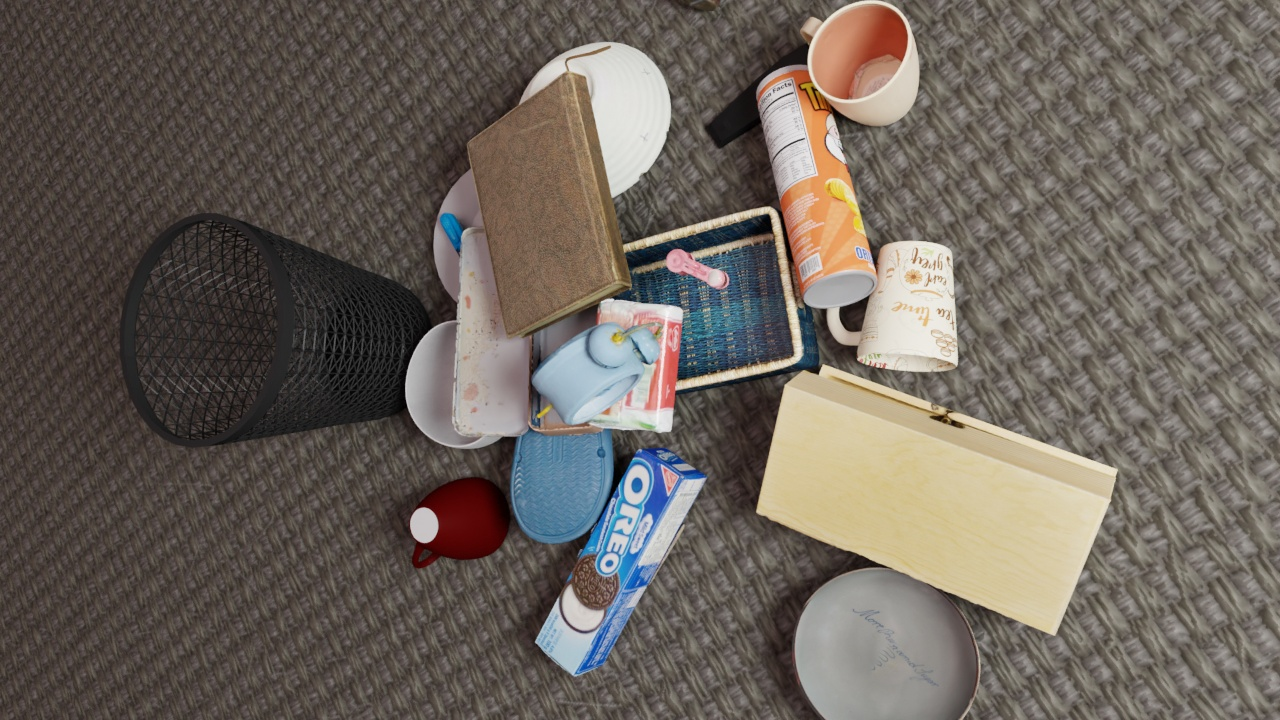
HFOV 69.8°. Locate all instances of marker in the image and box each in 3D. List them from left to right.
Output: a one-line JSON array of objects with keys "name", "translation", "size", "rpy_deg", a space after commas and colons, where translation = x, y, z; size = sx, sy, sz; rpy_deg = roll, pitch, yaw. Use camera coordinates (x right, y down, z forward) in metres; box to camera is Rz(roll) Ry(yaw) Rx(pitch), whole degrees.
[{"name": "marker", "translation": [-0.183, -0.109, 0.982], "size": [0.018, 0.015, 0.123], "rpy_deg": [-37, 74, 18]}]

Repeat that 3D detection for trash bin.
[{"name": "trash bin", "translation": [-0.357, -0.021, 0.956], "size": [0.217, 0.243, 0.217], "rpy_deg": [-2, 86, 26]}]

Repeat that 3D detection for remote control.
[{"name": "remote control", "translation": [0.117, -0.250, 0.871], "size": [0.125, 0.010, 0.039], "rpy_deg": [-35, 73, 20]}]

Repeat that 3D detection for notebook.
[{"name": "notebook", "translation": [-0.074, -0.149, 0.837], "size": [0.191, 0.034, 0.215], "rpy_deg": [-24, 73, 36]}]

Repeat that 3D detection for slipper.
[{"name": "slipper", "translation": [-0.071, 0.076, 0.917], "size": [0.104, 0.059, 0.213], "rpy_deg": [-3, 71, 17]}]

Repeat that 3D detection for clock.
[{"name": "clock", "translation": [-0.032, 0.004, 0.762], "size": [0.125, 0.088, 0.051], "rpy_deg": [-40, 75, 22]}]

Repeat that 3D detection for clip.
[{"name": "clip", "translation": [0.052, -0.078, 0.809], "size": [0.059, 0.038, 0.022], "rpy_deg": [30, 96, 26]}]

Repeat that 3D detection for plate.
[{"name": "plate", "translation": [-0.147, -0.132, 0.986], "size": [0.173, 0.019, 0.172], "rpy_deg": [-2, 86, 26]}]

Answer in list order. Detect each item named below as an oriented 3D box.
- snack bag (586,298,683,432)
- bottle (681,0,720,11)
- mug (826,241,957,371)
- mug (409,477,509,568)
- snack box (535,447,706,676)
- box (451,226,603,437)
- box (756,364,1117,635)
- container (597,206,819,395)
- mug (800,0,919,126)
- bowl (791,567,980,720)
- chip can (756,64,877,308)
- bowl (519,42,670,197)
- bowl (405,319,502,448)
[{"name": "snack bag", "translation": [-0.005, 0.005, 0.819], "size": [0.077, 0.036, 0.116], "rpy_deg": [5, 89, 27]}, {"name": "bottle", "translation": [0.078, -0.420, 0.876], "size": [0.056, 0.056, 0.162], "rpy_deg": [19, 95, 25]}, {"name": "mug", "translation": [0.213, -0.045, 0.786], "size": [0.122, 0.081, 0.097], "rpy_deg": [-2, 78, 47]}, {"name": "mug", "translation": [-0.205, 0.177, 0.956], "size": [0.087, 0.088, 0.114], "rpy_deg": [45, 105, 21]}, {"name": "snack box", "translation": [-0.020, 0.193, 0.883], "size": [0.059, 0.059, 0.226], "rpy_deg": [34, 101, 28]}, {"name": "box", "translation": [-0.109, -0.033, 0.897], "size": [0.154, 0.058, 0.216], "rpy_deg": [-4, 75, 11]}, {"name": "box", "translation": [0.239, 0.103, 0.756], "size": [0.249, 0.122, 0.141], "rpy_deg": [20, 119, 26]}, {"name": "container", "translation": [0.060, -0.047, 0.852], "size": [0.188, 0.071, 0.145], "rpy_deg": [-12, 81, 25]}, {"name": "mug", "translation": [0.186, -0.254, 0.787], "size": [0.111, 0.104, 0.085], "rpy_deg": [43, 104, 23]}, {"name": "bowl", "translation": [0.207, 0.244, 0.770], "size": [0.151, 0.056, 0.150], "rpy_deg": [-2, 86, 25]}, {"name": "chip can", "translation": [0.150, -0.152, 0.794], "size": [0.062, 0.062, 0.210], "rpy_deg": [-19, 65, 23]}, {"name": "bowl", "translation": [-0.064, -0.250, 0.914], "size": [0.177, 0.071, 0.177], "rpy_deg": [-4, 78, 21]}, {"name": "bowl", "translation": [-0.175, 0.026, 0.964], "size": [0.132, 0.064, 0.131], "rpy_deg": [-2, 86, 26]}]
